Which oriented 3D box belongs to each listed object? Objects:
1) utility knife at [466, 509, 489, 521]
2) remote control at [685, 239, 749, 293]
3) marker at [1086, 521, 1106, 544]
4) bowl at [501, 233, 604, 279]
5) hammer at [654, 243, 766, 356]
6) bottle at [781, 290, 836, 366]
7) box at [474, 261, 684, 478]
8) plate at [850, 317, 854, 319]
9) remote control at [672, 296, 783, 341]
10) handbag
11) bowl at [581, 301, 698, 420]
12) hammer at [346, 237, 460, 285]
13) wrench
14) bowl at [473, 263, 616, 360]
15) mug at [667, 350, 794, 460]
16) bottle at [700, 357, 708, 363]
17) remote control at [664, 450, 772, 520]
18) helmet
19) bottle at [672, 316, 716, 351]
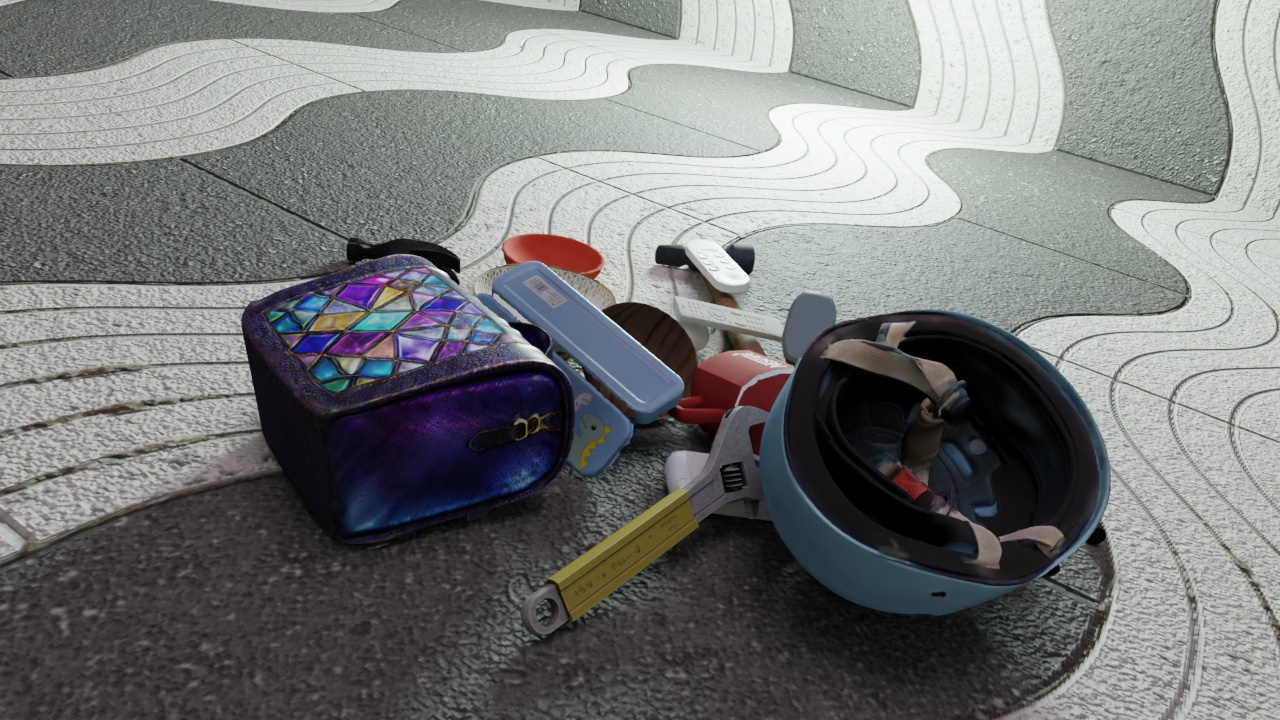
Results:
[{"bbox_3d":[-0.139,0.067,0.757,0.031,0.015,0.197,2,29,-13],"label":"utility knife"},{"bbox_3d":[0.093,-0.117,1.124,0.043,0.013,0.136,-7,32,-17],"label":"remote control"},{"bbox_3d":[0.406,0.121,0.865,0.019,0.019,0.145,13,27,2],"label":"marker"},{"bbox_3d":[-0.105,-0.111,1.086,0.122,0.035,0.121,9,28,-5],"label":"bowl"},{"bbox_3d":[0.101,-0.066,1.086,0.129,0.040,0.321,2,30,-10],"label":"hammer"},{"bbox_3d":[0.174,-0.024,0.950,0.046,0.072,0.161,16,-3,11],"label":"bottle"},{"bbox_3d":[-0.071,-0.001,0.799,0.126,0.039,0.209,-41,63,-19],"label":"box"},{"bbox_3d":[0.277,0.024,0.921,0.182,0.034,0.182,36,6,-5],"label":"plate"},{"bbox_3d":[0.095,-0.043,0.976,0.130,0.012,0.033,11,38,-23],"label":"remote control"},{"bbox_3d":[-0.166,0.017,0.704,0.221,0.126,0.205,-19,38,-32],"label":"handbag"},{"bbox_3d":[-0.005,0.005,0.870,0.119,0.032,0.119,8,66,-20],"label":"bowl"},{"bbox_3d":[-0.266,-0.052,0.915,0.132,0.040,0.304,7,28,-2],"label":"hammer"},{"bbox_3d":[0.019,0.113,0.667,0.272,0.083,0.018,-28,8,-38],"label":"wrench"},{"bbox_3d":[-0.100,-0.040,0.923,0.145,0.063,0.145,9,28,-5],"label":"bowl"},{"bbox_3d":[0.085,0.040,0.801,0.116,0.080,0.096,-9,13,-18],"label":"mug"},{"bbox_3d":[0.148,0.033,0.893,0.186,0.053,0.053,11,28,-2],"label":"bottle"},{"bbox_3d":[0.089,0.106,0.763,0.138,0.025,0.060,9,28,-11],"label":"remote control"},{"bbox_3d":[0.206,0.076,0.687,0.265,0.167,0.225,-15,64,-23],"label":"helmet"},{"bbox_3d":[0.033,-0.022,0.962,0.044,0.044,0.136,30,33,31],"label":"bottle"}]
